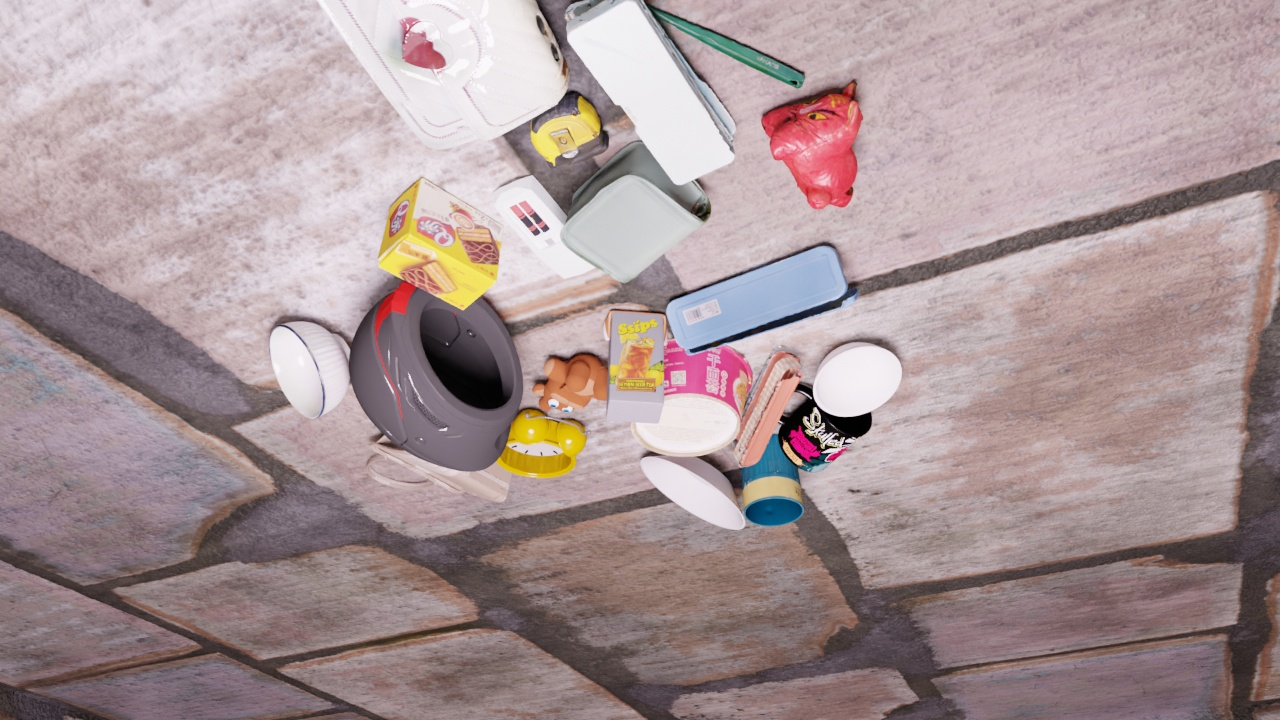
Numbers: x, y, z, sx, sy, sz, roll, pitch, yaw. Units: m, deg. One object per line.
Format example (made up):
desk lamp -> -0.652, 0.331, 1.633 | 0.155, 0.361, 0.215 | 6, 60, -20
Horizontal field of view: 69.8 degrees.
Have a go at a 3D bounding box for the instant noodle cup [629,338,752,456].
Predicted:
instant noodle cup -> 0.056, 0.056, 1.168 | 0.178, 0.077, 0.179 | 0, 142, 0

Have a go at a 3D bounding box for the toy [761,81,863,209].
toy -> 0.182, -0.189, 0.850 | 0.094, 0.088, 0.133 | -30, 135, 19

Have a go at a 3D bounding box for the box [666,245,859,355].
box -> 0.136, -0.071, 1.043 | 0.209, 0.077, 0.074 | -18, 95, 23

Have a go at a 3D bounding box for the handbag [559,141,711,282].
handbag -> -0.007, -0.145, 0.914 | 0.106, 0.067, 0.122 | 35, 131, -25

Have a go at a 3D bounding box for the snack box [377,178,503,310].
snack box -> -0.203, -0.118, 0.938 | 0.105, 0.083, 0.061 | 29, 135, -33

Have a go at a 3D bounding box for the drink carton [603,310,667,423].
drink carton -> -0.006, 0.006, 1.064 | 0.076, 0.124, 0.049 | 4, 148, -5

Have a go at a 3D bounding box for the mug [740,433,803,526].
mug -> 0.181, 0.177, 1.300 | 0.083, 0.107, 0.114 | -1, 142, -1

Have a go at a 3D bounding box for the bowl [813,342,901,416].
bowl -> 0.262, 0.014, 1.134 | 0.110, 0.040, 0.110 | -5, 129, -6

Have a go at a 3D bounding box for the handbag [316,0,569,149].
handbag -> -0.156, -0.274, 0.725 | 0.142, 0.096, 0.198 | -15, 138, 18

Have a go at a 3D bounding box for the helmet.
helmet -> -0.239, 0.024, 1.059 | 0.170, 0.163, 0.265 | -13, 133, 34

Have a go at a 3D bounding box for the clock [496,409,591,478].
clock -> -0.139, 0.115, 1.270 | 0.113, 0.052, 0.152 | 18, 144, -21

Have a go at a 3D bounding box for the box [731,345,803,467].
box -> 0.163, 0.056, 1.186 | 0.058, 0.062, 0.189 | -1, 134, -25

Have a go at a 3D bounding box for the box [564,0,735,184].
box -> 0.015, -0.236, 0.799 | 0.083, 0.066, 0.199 | 1, 152, 37

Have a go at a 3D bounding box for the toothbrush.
toothbrush -> 0.060, -0.274, 0.787 | 0.189, 0.017, 0.016 | 17, 141, -21

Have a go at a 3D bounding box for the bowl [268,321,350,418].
bowl -> -0.386, 0.004, 1.099 | 0.062, 0.118, 0.118 | -27, 164, -42

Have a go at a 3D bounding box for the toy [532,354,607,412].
toy -> -0.090, 0.038, 1.159 | 0.095, 0.065, 0.128 | 26, 141, -26

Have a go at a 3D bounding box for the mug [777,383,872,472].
mug -> 0.226, 0.077, 1.203 | 0.118, 0.081, 0.098 | 36, 136, 0

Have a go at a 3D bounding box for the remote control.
remote control -> -0.098, -0.134, 0.964 | 0.050, 0.024, 0.143 | -18, 139, 23

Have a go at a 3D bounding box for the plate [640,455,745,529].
plate -> 0.083, 0.177, 1.321 | 0.174, 0.036, 0.174 | 30, 158, 13

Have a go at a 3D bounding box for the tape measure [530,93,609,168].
tape measure -> -0.069, -0.212, 0.851 | 0.066, 0.037, 0.064 | -12, 141, 16

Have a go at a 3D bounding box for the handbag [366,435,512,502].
handbag -> -0.317, 0.157, 1.326 | 0.198, 0.062, 0.175 | -18, 139, 37
